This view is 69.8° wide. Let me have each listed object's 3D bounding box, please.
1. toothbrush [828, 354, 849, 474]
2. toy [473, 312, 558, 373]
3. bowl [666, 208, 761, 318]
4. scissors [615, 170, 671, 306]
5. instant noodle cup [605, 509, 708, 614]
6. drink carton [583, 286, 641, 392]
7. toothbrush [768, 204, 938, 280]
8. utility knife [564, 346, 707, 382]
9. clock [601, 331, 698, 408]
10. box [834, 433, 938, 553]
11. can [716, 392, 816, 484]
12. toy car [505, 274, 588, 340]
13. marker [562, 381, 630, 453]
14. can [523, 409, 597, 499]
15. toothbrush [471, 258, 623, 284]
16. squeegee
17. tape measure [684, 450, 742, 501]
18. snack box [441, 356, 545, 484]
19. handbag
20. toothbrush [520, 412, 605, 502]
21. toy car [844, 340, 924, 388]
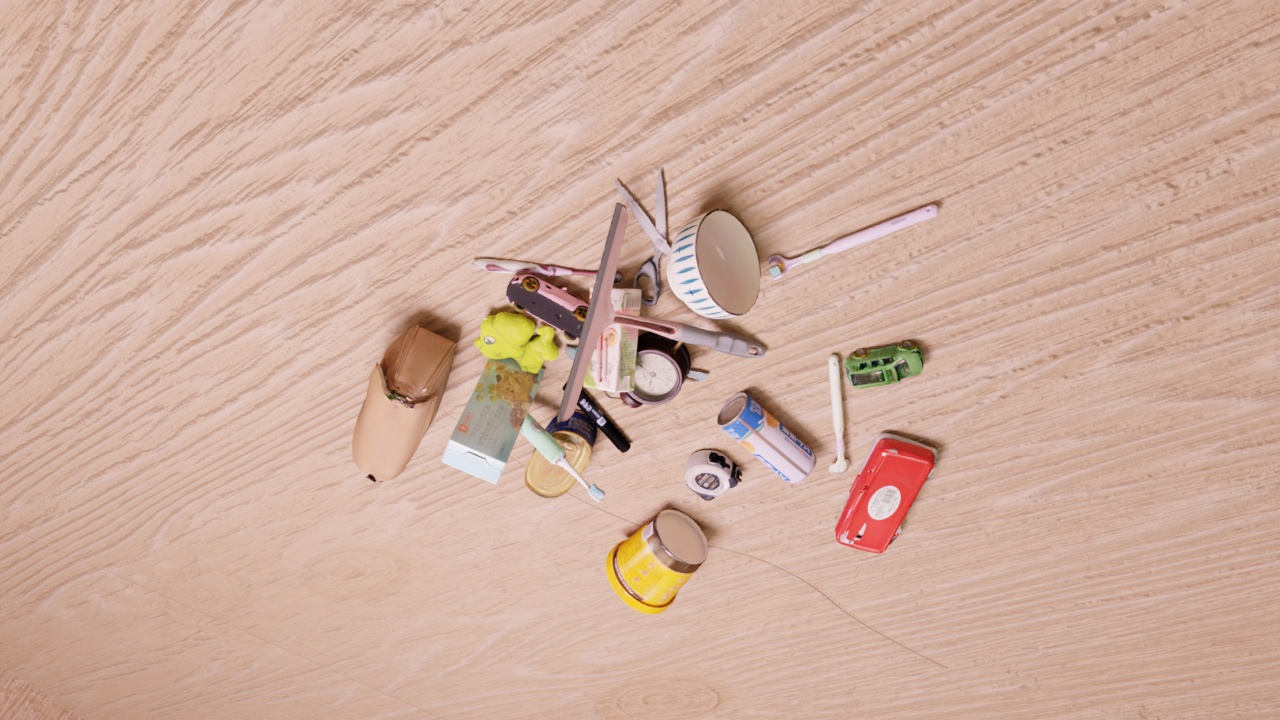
[{"bbox_3d":[0.245,0.070,1.147,0.029,0.020,0.190,-19,127,-9],"label":"toothbrush"},{"bbox_3d":[-0.157,-0.026,1.163,0.097,0.031,0.100,-34,111,20],"label":"toy"},{"bbox_3d":[0.072,-0.099,0.993,0.066,0.116,0.116,-12,126,41],"label":"bowl"},{"bbox_3d":[0.025,-0.129,1.042,0.159,0.014,0.178,24,131,-7],"label":"scissors"},{"bbox_3d":[0.028,0.286,1.326,0.118,0.118,0.115,32,123,-12],"label":"instant noodle cup"},{"bbox_3d":[-0.034,-0.025,1.078,0.054,0.045,0.122,10,99,36],"label":"drink carton"},{"bbox_3d":[0.226,-0.130,0.986,0.190,0.029,0.021,-19,162,26],"label":"toothbrush"},{"bbox_3d":[-0.007,0.007,1.165,0.187,0.013,0.029,9,130,8],"label":"utility knife"},{"bbox_3d":[0.006,0.014,1.127,0.122,0.055,0.082,-17,110,17],"label":"clock"},{"bbox_3d":[0.321,0.177,1.207,0.086,0.046,0.202,14,131,3],"label":"box"},{"bbox_3d":[0.163,0.101,1.171,0.134,0.053,0.053,40,128,-18],"label":"can"},{"bbox_3d":[-0.104,-0.067,1.112,0.122,0.037,0.056,29,142,-6],"label":"toy car"},{"bbox_3d":[-0.058,0.076,1.234,0.022,0.020,0.132,1,137,53],"label":"marker"},{"bbox_3d":[-0.111,0.131,1.273,0.074,0.049,0.149,26,131,-8],"label":"can"},{"bbox_3d":[-0.114,-0.105,1.097,0.188,0.017,0.016,6,128,9],"label":"toothbrush"},{"bbox_3d":[0.039,-0.033,1.060,0.249,0.040,0.248,11,100,-29],"label":"squeegee"},{"bbox_3d":[0.094,0.153,1.247,0.066,0.033,0.066,41,125,-22],"label":"tape measure"},{"bbox_3d":[-0.183,0.067,1.157,0.074,0.174,0.052,24,134,-7],"label":"snack box"},{"bbox_3d":[-0.315,0.054,1.198,0.100,0.147,0.205,23,127,-7],"label":"handbag"},{"bbox_3d":[-0.128,0.106,1.207,0.224,0.026,0.027,44,131,14],"label":"toothbrush"},{"bbox_3d":[0.285,0.008,1.074,0.091,0.036,0.043,-15,123,21],"label":"toy car"}]
